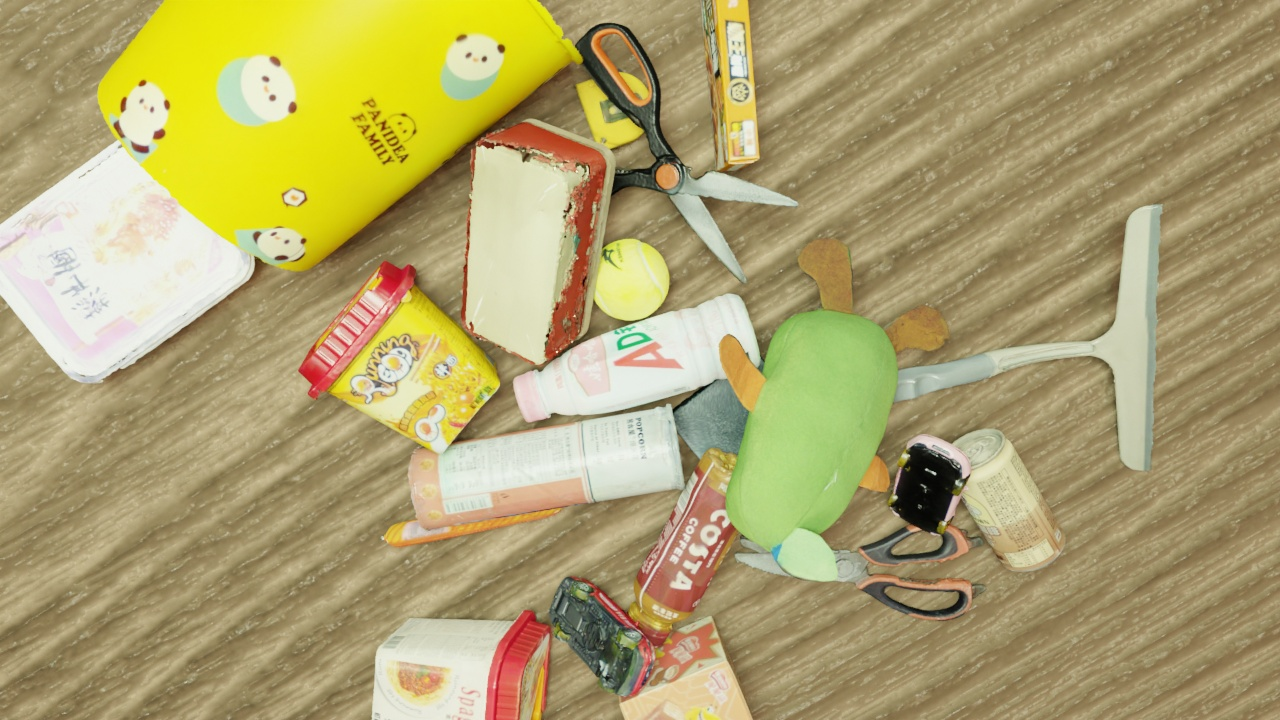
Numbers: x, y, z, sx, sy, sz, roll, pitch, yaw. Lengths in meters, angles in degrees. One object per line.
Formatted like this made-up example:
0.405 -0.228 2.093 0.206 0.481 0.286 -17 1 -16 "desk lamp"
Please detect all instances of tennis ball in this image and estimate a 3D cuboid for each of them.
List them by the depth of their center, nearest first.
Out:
-0.009 -0.065 0.739 0.065 0.065 0.065 0 97 -3 "tennis ball"

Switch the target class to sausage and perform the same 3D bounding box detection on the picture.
-0.140 0.135 0.779 0.165 0.021 0.021 -11 97 -2 "sausage"

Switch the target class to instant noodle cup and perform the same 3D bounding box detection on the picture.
-0.398 -0.080 0.720 0.173 0.060 0.138 -35 98 3 "instant noodle cup"
-0.183 0.001 0.722 0.123 0.116 0.116 40 93 -19 "instant noodle cup"
-0.147 0.268 0.757 0.124 0.116 0.116 7 97 9 "instant noodle cup"

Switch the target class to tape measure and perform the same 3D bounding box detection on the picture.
-0.019 -0.203 0.740 0.057 0.029 0.060 -20 98 -1 "tape measure"

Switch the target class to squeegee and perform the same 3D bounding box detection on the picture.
0.304 0.006 0.779 0.247 0.039 0.247 -11 116 5 "squeegee"

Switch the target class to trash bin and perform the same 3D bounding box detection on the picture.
-0.209 -0.213 0.640 0.255 0.229 0.229 -41 97 8 "trash bin"

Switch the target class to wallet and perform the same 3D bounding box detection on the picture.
0.095 0.065 0.786 0.097 0.019 0.121 -38 96 3 "wallet"

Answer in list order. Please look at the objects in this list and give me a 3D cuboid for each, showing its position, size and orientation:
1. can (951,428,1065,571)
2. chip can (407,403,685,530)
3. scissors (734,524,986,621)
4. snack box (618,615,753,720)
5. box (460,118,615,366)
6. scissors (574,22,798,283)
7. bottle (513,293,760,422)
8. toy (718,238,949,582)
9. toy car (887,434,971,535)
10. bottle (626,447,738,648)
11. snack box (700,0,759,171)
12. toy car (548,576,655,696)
0.307 0.119 0.776 0.058 0.058 0.116 -34 105 1 "can"
-0.075 0.088 0.747 0.215 0.071 0.071 -9 97 0 "chip can"
0.196 0.169 0.806 0.195 0.015 0.206 -42 98 4 "scissors"
0.037 0.282 0.771 0.094 0.092 0.077 -22 98 0 "snack box"
-0.082 -0.082 0.682 0.091 0.079 0.169 24 128 17 "box"
0.004 -0.152 0.711 0.225 0.021 0.221 -15 99 28 "scissors"
-0.004 0.004 0.748 0.197 0.068 0.068 -17 98 2 "bottle"
0.137 0.038 0.707 0.227 0.090 0.246 34 76 -28 "toy"
0.237 0.100 0.752 0.056 0.122 0.037 30 62 25 "toy car"
0.040 0.160 0.769 0.057 0.057 0.175 26 103 -6 "bottle"
0.069 -0.228 0.718 0.026 0.075 0.154 -6 97 -3 "snack box"
-0.029 0.224 0.754 0.045 0.120 0.053 14 104 -39 "toy car"
